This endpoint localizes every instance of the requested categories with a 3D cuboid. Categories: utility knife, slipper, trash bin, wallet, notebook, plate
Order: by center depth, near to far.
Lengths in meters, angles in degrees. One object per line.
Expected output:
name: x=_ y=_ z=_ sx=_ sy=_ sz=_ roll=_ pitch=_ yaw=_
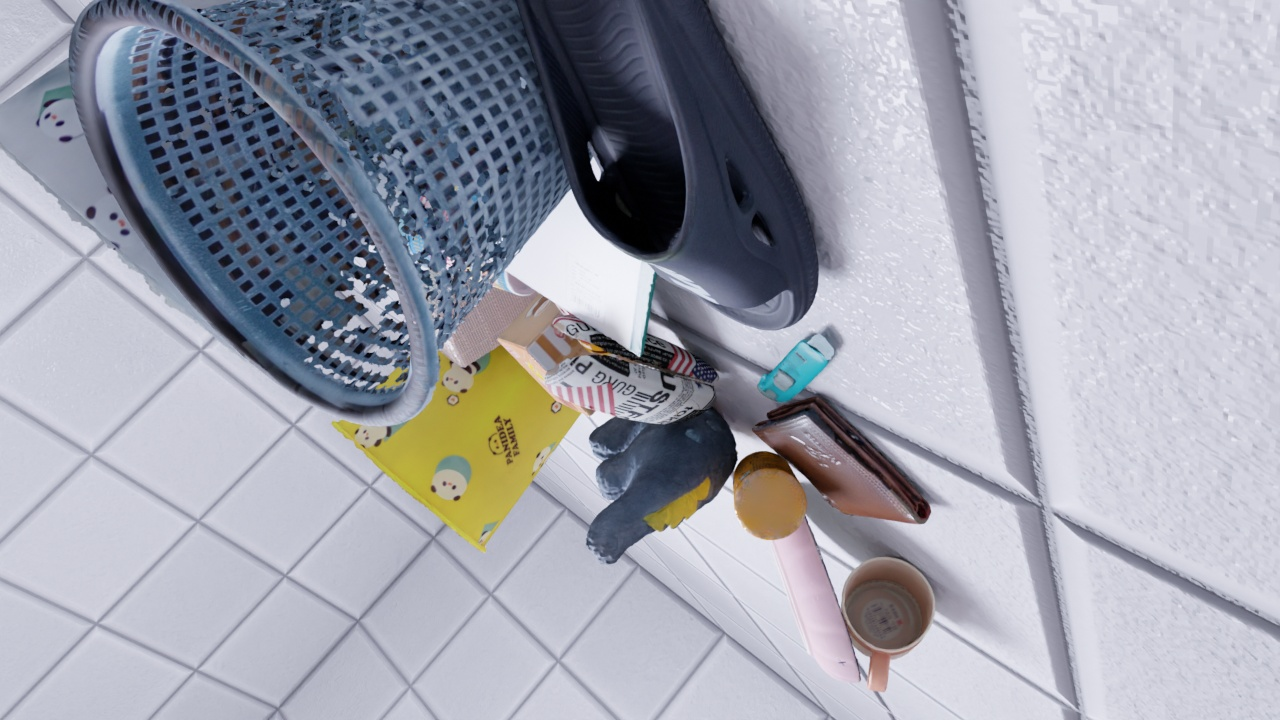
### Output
slipper: x=0.000 y=-0.096 z=0.450 sx=0.111 sy=0.083 sz=0.268 roll=17 pitch=150 yaw=41
trash bin: x=-0.132 y=-0.112 z=0.482 sx=0.227 sy=0.194 sz=0.227 roll=25 pitch=141 yaw=22
notebook: x=-0.050 y=-0.099 z=0.613 sx=0.150 sy=0.012 sz=0.210 roll=33 pitch=149 yaw=15
trash bin: x=-0.258 y=-0.159 z=0.633 sx=0.229 sy=0.251 sz=0.230 roll=40 pitch=166 yaw=11
utility knife: x=0.107 y=0.008 z=0.646 sx=0.029 sy=0.013 sz=0.175 roll=39 pitch=166 yaw=6
wallet: x=0.153 y=0.080 z=0.708 sx=0.124 sy=0.032 sz=0.101 roll=42 pitch=164 yaw=-4
plate: x=0.160 y=0.219 z=0.888 sx=0.192 sy=0.039 sz=0.192 roll=-17 pitch=-92 yaw=-87
trash bin: x=-0.187 y=0.055 z=1.081 sx=0.229 sy=0.255 sz=0.230 roll=38 pitch=166 yaw=11

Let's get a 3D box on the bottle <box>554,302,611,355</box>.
bottle: x=-0.053 y=-0.073 z=0.743 sx=0.057 sy=0.057 sz=0.175 roll=32 pitch=163 yaw=35

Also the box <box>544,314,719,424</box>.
box: x=-0.003 y=-0.002 z=0.749 sx=0.163 sy=0.086 sz=0.076 roll=18 pitch=146 yaw=-38

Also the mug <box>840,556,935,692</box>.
mug: x=0.229 y=0.253 z=0.865 sx=0.082 sy=0.114 sz=0.106 roll=6 pitch=158 yaw=14

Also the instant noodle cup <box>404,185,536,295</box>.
instant noodle cup: x=-0.132 y=-0.108 z=0.801 sx=0.110 sy=0.099 sz=0.099 roll=26 pitch=161 yaw=27

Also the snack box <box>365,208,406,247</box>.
snack box: x=-0.269 y=-0.145 z=0.898 sx=0.175 sy=0.052 sz=0.074 roll=19 pitch=-169 yaw=-11

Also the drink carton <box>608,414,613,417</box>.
drink carton: x=-0.036 y=0.015 z=0.993 sx=0.053 sy=0.045 sz=0.123 roll=43 pitch=167 yaw=20

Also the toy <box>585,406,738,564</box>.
toy: x=0.022 y=0.089 z=0.863 sx=0.356 sy=0.138 sz=0.091 roll=-87 pitch=-22 yaw=-77

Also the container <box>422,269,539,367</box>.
container: x=-0.175 y=-0.063 z=0.960 sx=0.090 sy=0.110 sz=0.090 roll=34 pitch=152 yaw=39

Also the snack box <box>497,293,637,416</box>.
snack box: x=-0.062 y=-0.017 z=0.866 sx=0.094 sy=0.092 sz=0.077 roll=48 pitch=166 yaw=-26

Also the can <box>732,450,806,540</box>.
can: x=0.109 y=0.113 z=0.794 sx=0.058 sy=0.058 sz=0.146 roll=41 pitch=-176 yaw=4
